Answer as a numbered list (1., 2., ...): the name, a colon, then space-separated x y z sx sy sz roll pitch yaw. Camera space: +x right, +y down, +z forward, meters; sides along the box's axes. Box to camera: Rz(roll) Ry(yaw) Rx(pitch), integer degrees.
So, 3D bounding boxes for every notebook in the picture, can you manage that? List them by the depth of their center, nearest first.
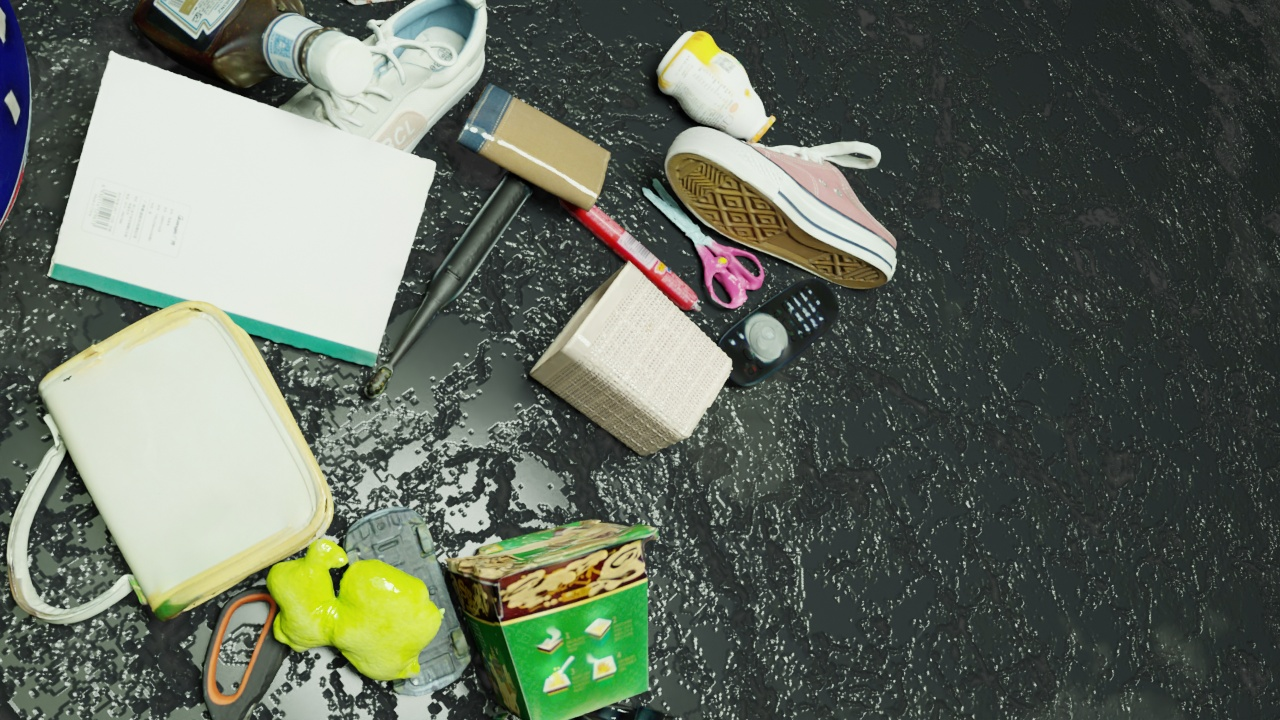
1. notebook: -0.259 -0.095 0.608 0.209 0.012 0.150 17 93 -17

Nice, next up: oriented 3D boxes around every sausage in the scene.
1. sausage: -0.010 -0.091 0.747 0.156 0.020 0.020 41 61 -5

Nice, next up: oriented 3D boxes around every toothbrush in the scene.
1. toothbrush: -0.140 -0.059 0.674 0.026 0.027 0.212 37 61 -15

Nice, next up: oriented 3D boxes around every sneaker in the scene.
1. sneaker: -0.192 -0.189 0.661 0.089 0.091 0.241 41 62 -4
2. sneaker: 0.126 -0.143 0.774 0.241 0.118 0.087 23 70 -28

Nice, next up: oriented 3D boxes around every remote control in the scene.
1. remote control: 0.114 -0.023 0.774 0.136 0.024 0.053 -34 89 -28

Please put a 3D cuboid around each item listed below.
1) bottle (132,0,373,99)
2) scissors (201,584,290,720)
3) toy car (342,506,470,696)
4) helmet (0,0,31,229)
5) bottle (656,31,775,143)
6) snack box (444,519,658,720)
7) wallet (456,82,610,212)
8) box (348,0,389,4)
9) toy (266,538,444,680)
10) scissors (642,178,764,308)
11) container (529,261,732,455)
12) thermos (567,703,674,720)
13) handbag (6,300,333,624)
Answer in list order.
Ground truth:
1. bottle: -0.254 -0.217 0.607 0.195 0.044 0.079 26 79 27
2. scissors: -0.226 0.245 0.537 0.220 0.022 0.234 8 69 -16
3. toy car: -0.150 0.154 0.591 0.054 0.037 0.120 -20 90 -20
4. helmet: -0.441 -0.156 0.447 0.240 0.247 0.315 -5 80 -6
5. bottle: 0.067 -0.235 0.804 0.108 0.063 0.063 41 61 -6
6. snack box: -0.052 0.168 0.594 0.117 0.118 0.105 -11 89 -26
7. wallet: -0.082 -0.168 0.721 0.115 0.033 0.090 25 34 -14
8. box: -0.116 -0.392 0.714 0.258 0.179 0.110 -20 81 -28
9. toy: -0.169 0.149 0.547 0.100 0.031 0.097 -4 105 -7
10. scissors: 0.055 -0.108 0.785 0.073 0.017 0.137 -32 82 -34
11. container: -0.004 0.004 0.678 0.111 0.090 0.090 40 61 -9
12. thermos: -0.022 0.290 0.574 0.093 0.093 0.143 21 73 -16
13. handbag: -0.294 0.071 0.552 0.178 0.063 0.163 -29 85 -14
